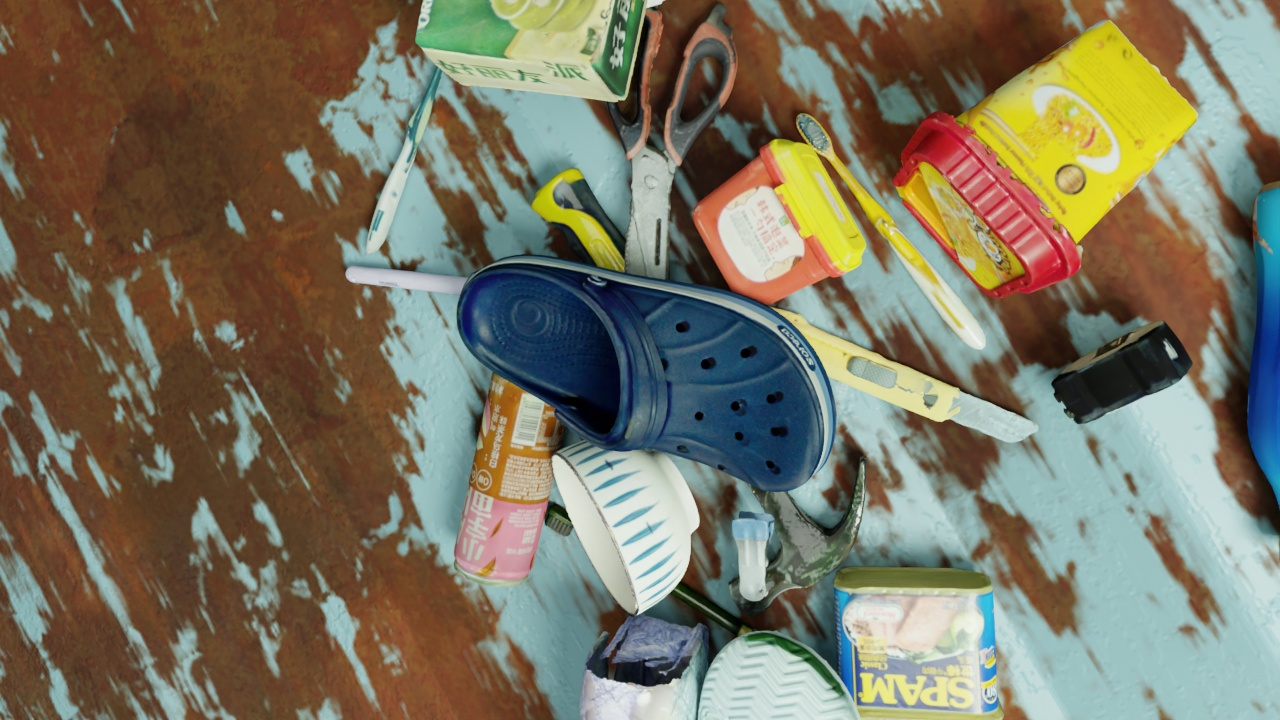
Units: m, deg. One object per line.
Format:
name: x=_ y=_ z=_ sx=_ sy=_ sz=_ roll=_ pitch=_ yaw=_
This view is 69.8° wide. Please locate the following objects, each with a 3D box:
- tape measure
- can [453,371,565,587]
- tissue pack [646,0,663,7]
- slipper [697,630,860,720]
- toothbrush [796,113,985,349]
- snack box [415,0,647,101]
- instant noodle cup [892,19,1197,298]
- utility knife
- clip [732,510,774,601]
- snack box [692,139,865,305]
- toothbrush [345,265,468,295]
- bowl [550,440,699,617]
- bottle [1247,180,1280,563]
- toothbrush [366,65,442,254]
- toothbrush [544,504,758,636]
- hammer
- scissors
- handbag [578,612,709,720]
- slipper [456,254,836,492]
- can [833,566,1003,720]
tape measure: x=0.282 y=0.005 z=0.536 sx=0.066 sy=0.065 sz=0.033 roll=-36 pitch=81 yaw=41
can: x=-0.090 y=0.080 z=0.644 sx=0.058 sy=0.057 sz=0.147 roll=15 pitch=98 yaw=13
tissue pack: x=-0.037 y=-0.285 z=0.595 sx=0.090 sy=0.063 sz=0.140 roll=-15 pitch=84 yaw=14
slipper: x=0.093 y=0.278 z=0.598 sx=0.104 sy=0.074 sz=0.246 roll=15 pitch=118 yaw=25
toothbrush: x=0.159 y=-0.084 z=0.586 sx=0.016 sy=0.018 sz=0.191 roll=-38 pitch=85 yaw=16
snack box: x=-0.044 y=-0.278 z=0.529 sx=0.114 sy=0.063 sz=0.240 roll=12 pitch=90 yaw=16
instant noodle cup: x=0.229 y=-0.114 z=0.523 sx=0.124 sy=0.116 sz=0.116 roll=-40 pitch=84 yaw=3
utility knife: x=0.159 y=0.009 z=0.599 sx=0.198 sy=0.021 sz=0.031 roll=23 pitch=106 yaw=7
clip: x=0.073 y=0.127 z=0.593 sx=0.026 sy=0.041 sz=0.058 roll=0 pitch=96 yaw=14
snack box: x=0.085 y=-0.083 z=0.576 sx=0.080 sy=0.081 sz=0.091 roll=-29 pitch=88 yaw=25
toothbrush: x=-0.133 y=-0.051 z=0.656 sx=0.189 sy=0.021 sz=0.029 roll=9 pitch=142 yaw=22
bowl: x=-0.004 y=0.099 z=0.600 sx=0.066 sy=0.117 sz=0.116 roll=-25 pitch=87 yaw=-17
bottle: x=0.377 y=0.009 z=0.512 sx=0.065 sy=0.065 sz=0.218 roll=1 pitch=94 yaw=15
toothbrush: x=-0.167 y=-0.167 z=0.667 sx=0.018 sy=0.016 sz=0.192 roll=27 pitch=100 yaw=21
toothbrush: x=0.011 y=0.156 z=0.648 sx=0.186 sy=0.012 sz=0.017 roll=30 pitch=107 yaw=11
hammer: x=0.034 y=0.007 z=0.620 sx=0.126 sy=0.031 sz=0.323 roll=-35 pitch=85 yaw=15
scissors: x=0.022 y=-0.134 z=0.603 sx=0.197 sy=0.015 sz=0.205 roll=-37 pitch=79 yaw=5
handbag: x=-0.001 y=0.272 z=0.597 sx=0.076 sy=0.134 sz=0.194 roll=3 pitch=94 yaw=14
slipper: x=-0.003 y=0.003 z=0.555 sx=0.253 sy=0.095 sz=0.105 roll=22 pitch=119 yaw=13
can: x=0.174 y=0.179 z=0.584 sx=0.102 sy=0.057 sz=0.083 roll=-3 pitch=92 yaw=15
